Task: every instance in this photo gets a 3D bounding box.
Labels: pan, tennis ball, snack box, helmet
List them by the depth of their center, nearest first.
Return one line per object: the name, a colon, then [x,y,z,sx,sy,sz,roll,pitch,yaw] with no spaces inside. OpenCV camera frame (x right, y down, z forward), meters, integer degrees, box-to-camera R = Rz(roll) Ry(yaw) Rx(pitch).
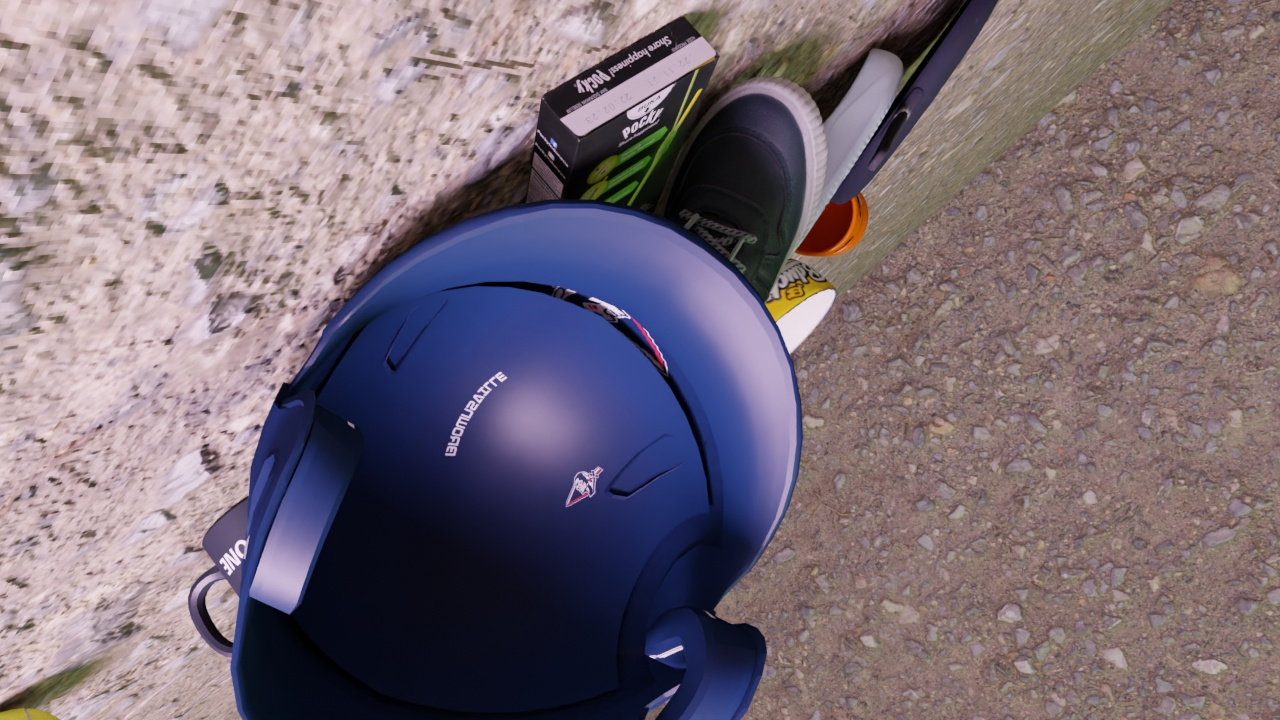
helmet: [-0.052,0.052,0.435,0.273,0.232,0.223,-53,-160,15]
snack box: [-0.017,-0.095,0.455,0.080,0.025,0.148,-36,171,-21]
tennis ball: [-0.366,0.237,0.534,0.065,0.065,0.065,-39,171,-7]
pan: [0.187,-0.174,0.644,0.199,0.021,0.355,-56,177,31]

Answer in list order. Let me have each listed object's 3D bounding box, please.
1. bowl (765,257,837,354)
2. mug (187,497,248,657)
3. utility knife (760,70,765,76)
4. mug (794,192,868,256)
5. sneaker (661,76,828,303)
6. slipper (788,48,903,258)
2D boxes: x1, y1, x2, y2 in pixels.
bowl: [0.090,-0.038,0.727,0.117,0.067,0.117,-36,161,-15]
mug: [-0.225,0.132,0.557,0.105,0.077,0.071,-40,171,-1]
utility knife: [0.052,-0.136,0.580,0.022,0.015,0.124,-50,177,-40]
mug: [0.174,-0.153,0.856,0.095,0.078,0.113,-17,125,-69]
sneaker: [0.036,-0.044,0.527,0.087,0.089,0.236,-34,141,-63]
slipper: [0.100,-0.130,0.642,0.245,0.074,0.104,-54,177,-17]
